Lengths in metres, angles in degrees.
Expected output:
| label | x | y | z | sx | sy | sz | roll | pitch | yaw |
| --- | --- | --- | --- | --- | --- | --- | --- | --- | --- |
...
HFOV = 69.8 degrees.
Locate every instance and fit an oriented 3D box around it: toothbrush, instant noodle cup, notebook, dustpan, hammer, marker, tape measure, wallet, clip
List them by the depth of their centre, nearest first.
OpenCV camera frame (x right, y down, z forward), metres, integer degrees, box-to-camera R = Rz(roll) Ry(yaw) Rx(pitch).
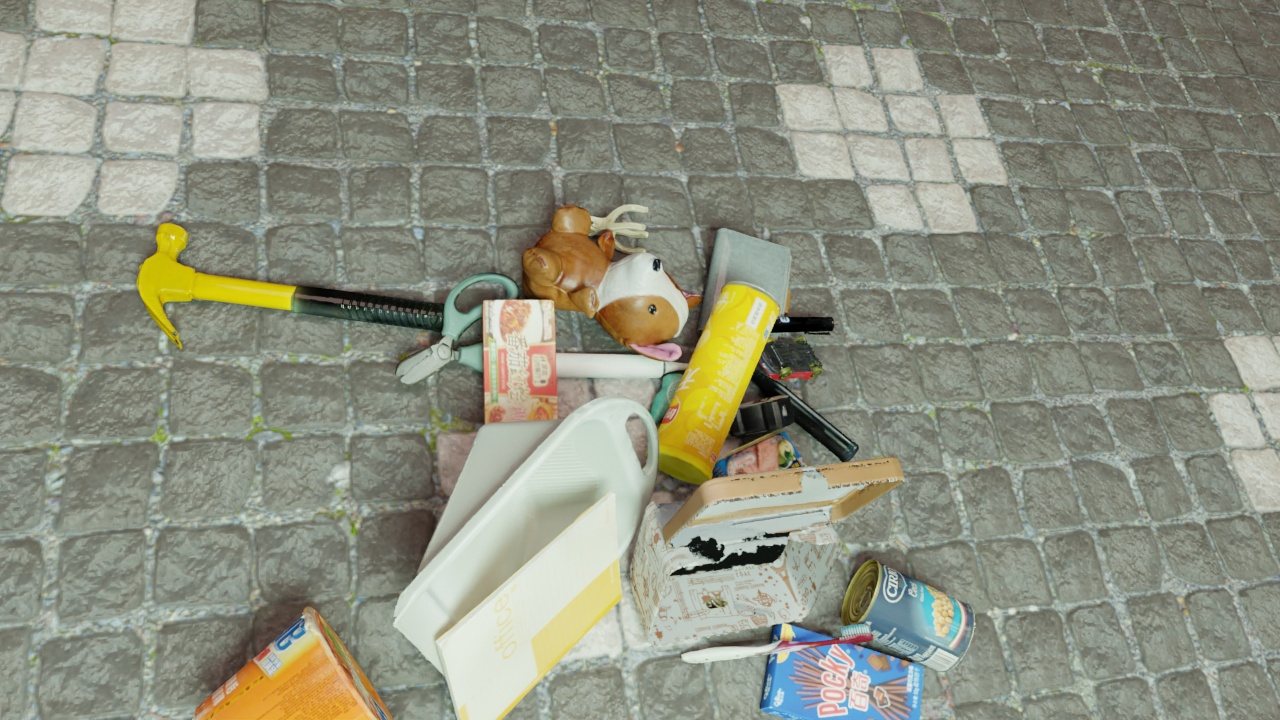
| label | x | y | z | sx | sy | sz | roll | pitch | yaw |
| --- | --- | --- | --- | --- | --- | --- | --- | --- | --- |
| instant noodle cup | -0.269 | 0.290 | 0.727 | 0.111 | 0.152 | 0.151 | -35 | 77 | -20 |
| notebook | -0.087 | 0.223 | 0.800 | 0.010 | 0.146 | 0.205 | 24 | 43 | 32 |
| dustpan | -0.071 | 0.157 | 0.801 | 0.143 | 0.223 | 0.257 | -3 | 49 | 15 |
| toothbrush | 0.132 | 0.274 | 0.889 | 0.187 | 0.016 | 0.017 | -7 | 50 | 1 |
| hammer | -0.355 | -0.063 | 0.945 | 0.300 | 0.033 | 0.128 | 7 | 62 | -12 |
| tape measure | 0.133 | 0.059 | 0.997 | 0.065 | 0.066 | 0.033 | -12 | 90 | -61 |
| toothbrush | -0.006 | 0.006 | 1.012 | 0.221 | 0.026 | 0.027 | 0 | 105 | -15 |
| toothbrush | 0.157 | 0.038 | 1.035 | 0.212 | 0.026 | 0.027 | 40 | 73 | 3 |
| marker | 0.159 | -0.040 | 1.055 | 0.132 | 0.020 | 0.022 | -1 | 109 | -14 |
| wallet | 0.127 | -0.081 | 1.086 | 0.106 | 0.037 | 0.129 | 15 | 74 | -12 |
| clip | -0.031 | -0.150 | 1.088 | 0.101 | 0.096 | 0.035 | -9 | 58 | 27 |

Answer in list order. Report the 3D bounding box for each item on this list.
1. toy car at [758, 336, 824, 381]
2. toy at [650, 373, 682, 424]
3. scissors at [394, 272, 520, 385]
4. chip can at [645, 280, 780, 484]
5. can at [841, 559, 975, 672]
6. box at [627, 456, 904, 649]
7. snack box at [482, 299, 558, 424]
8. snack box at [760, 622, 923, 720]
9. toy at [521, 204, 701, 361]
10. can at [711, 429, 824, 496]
| label | x | y | z | sx | sy | sz | roll | pitch | yaw |
| --- | --- | --- | --- | --- | --- | --- | --- | --- | --- |
| toy car | 0.166 | 0.000 | 1.044 | 0.106 | 0.031 | 0.049 | -1 | 56 | -48 |
| toy | 0.062 | 0.044 | 1.009 | 0.092 | 0.030 | 0.096 | 26 | 67 | -6 |
| scissors | -0.191 | -0.041 | 0.959 | 0.184 | 0.019 | 0.129 | -12 | 86 | -33 |
| chip can | 0.079 | 0.021 | 0.964 | 0.072 | 0.072 | 0.213 | 26 | 69 | -2 |
| can | 0.271 | 0.259 | 0.931 | 0.111 | 0.075 | 0.075 | 26 | 59 | -2 |
| box | 0.101 | 0.153 | 0.820 | 0.178 | 0.262 | 0.102 | -5 | 45 | -18 |
| snack box | -0.125 | 0.013 | 0.950 | 0.075 | 0.025 | 0.152 | 0 | 80 | -12 |
| snack box | 0.201 | 0.324 | 0.905 | 0.157 | 0.026 | 0.084 | 19 | 60 | -6 |
| toy | -0.027 | -0.084 | 1.005 | 0.199 | 0.131 | 0.139 | 34 | 51 | -7 |
| can | 0.130 | 0.130 | 0.969 | 0.102 | 0.057 | 0.083 | -21 | 69 | -25 |
